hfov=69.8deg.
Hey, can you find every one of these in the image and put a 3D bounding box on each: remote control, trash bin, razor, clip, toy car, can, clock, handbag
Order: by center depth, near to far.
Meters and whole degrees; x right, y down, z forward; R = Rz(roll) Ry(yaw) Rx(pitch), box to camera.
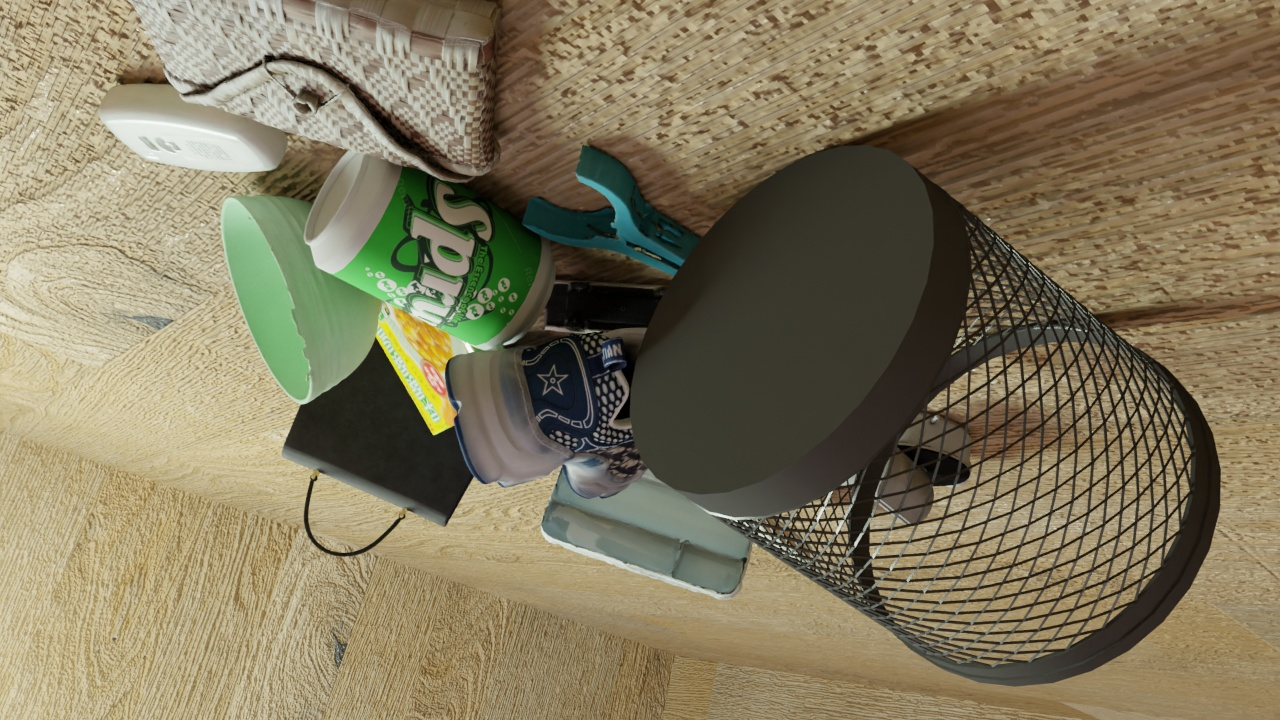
[{"bbox_3d":[-0.160,-0.149,0.457,0.186,0.047,0.124,16,158,-4],"label":"handbag"},{"bbox_3d":[0.141,0.030,0.490,0.227,0.217,0.218,32,153,-29],"label":"trash bin"},{"bbox_3d":[-0.013,-0.089,0.543,0.122,0.033,0.120,12,155,8],"label":"clip"},{"bbox_3d":[-0.275,-0.143,0.568,0.114,0.028,0.060,8,157,17],"label":"remote control"},{"bbox_3d":[-0.129,-0.070,0.575,0.139,0.087,0.088,29,154,-33],"label":"can"},{"bbox_3d":[-0.014,-0.036,0.659,0.113,0.039,0.039,5,178,21],"label":"toy car"},{"bbox_3d":[0.172,0.096,0.764,0.116,0.047,0.088,5,157,43],"label":"razor"},{"bbox_3d":[0.235,0.079,0.781,0.095,0.035,0.122,0,155,32],"label":"clock"},{"bbox_3d":[-0.245,0.092,0.866,0.176,0.195,0.072,24,160,-3],"label":"handbag"}]

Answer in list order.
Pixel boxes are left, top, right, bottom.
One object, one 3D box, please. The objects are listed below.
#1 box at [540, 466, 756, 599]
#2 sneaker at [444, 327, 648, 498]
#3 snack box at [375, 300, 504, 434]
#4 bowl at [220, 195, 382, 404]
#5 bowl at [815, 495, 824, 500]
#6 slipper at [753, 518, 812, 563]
[{"bbox_3d":[0.003,0.144,0.862,0.211,0.105,0.129,13,161,15],"label":"box"},{"bbox_3d":[-0.008,0.027,0.630,0.133,0.103,0.269,-22,165,21],"label":"sneaker"},{"bbox_3d":[-0.160,-0.015,0.709,0.132,0.027,0.168,60,148,-3],"label":"snack box"},{"bbox_3d":[-0.236,-0.051,0.659,0.076,0.151,0.151,-23,180,-32],"label":"bowl"},{"bbox_3d":[0.146,0.100,0.864,0.124,0.052,0.124,13,159,5],"label":"bowl"},{"bbox_3d":[0.095,0.131,0.961,0.263,0.052,0.115,43,158,-28],"label":"slipper"}]
